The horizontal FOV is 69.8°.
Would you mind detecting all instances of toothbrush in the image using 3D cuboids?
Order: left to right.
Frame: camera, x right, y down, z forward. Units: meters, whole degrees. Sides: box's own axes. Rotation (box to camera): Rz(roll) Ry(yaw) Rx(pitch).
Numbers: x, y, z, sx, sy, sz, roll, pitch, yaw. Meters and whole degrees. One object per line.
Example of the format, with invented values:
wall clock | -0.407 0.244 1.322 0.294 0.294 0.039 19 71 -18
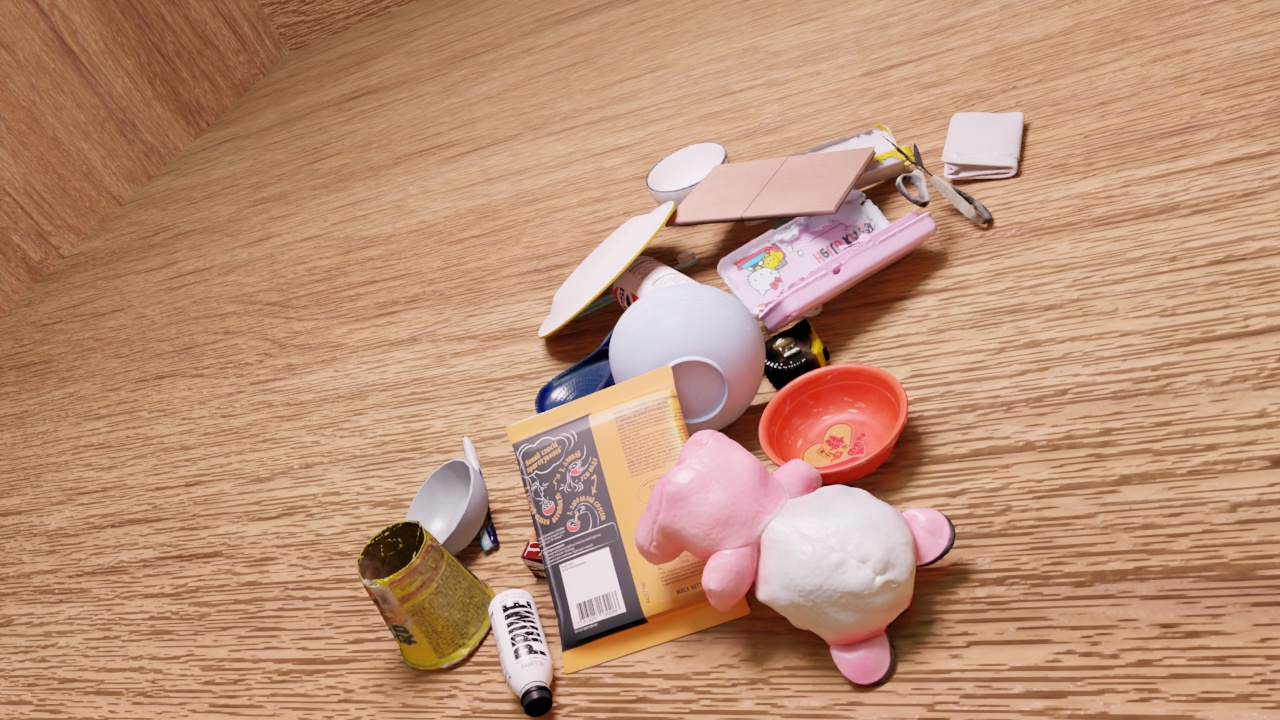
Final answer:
toothbrush | -0.172 0.136 0.968 0.017 0.016 0.189 -37 35 5
toothbrush | -0.012 -0.092 1.144 0.181 0.016 0.016 -26 36 5

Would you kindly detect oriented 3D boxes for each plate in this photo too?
plate | -0.047 -0.116 1.104 0.230 0.021 0.229 -43 13 12

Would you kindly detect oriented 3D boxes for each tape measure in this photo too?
tape measure | 0.148 -0.003 0.902 0.067 0.038 0.062 -26 35 3

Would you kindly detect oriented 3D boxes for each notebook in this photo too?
notebook | 0.147 -0.197 1.049 0.210 0.008 0.141 1 38 36

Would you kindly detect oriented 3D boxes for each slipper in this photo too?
slipper | -0.006 0.006 0.946 0.253 0.095 0.105 -23 32 19

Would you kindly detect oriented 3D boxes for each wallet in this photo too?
wallet | 0.391 -0.243 1.048 0.086 0.032 0.116 8 45 26

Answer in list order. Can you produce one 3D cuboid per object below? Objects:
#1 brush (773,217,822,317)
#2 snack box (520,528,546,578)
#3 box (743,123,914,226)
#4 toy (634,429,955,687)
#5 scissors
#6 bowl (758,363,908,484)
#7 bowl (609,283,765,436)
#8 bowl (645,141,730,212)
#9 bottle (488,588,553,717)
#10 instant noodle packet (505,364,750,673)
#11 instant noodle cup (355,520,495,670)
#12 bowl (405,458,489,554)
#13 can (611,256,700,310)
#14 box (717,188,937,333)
brush | 0.179 -0.116 1.046 0.033 0.012 0.217 -19 37 13
snack box | -0.059 0.139 0.870 0.051 0.032 0.140 -5 41 30
box | 0.210 -0.229 1.092 0.210 0.084 0.080 -19 79 4
toy | 0.110 0.133 0.685 0.213 0.084 0.141 27 63 21
scissors | 0.308 -0.193 0.981 0.169 0.013 0.157 37 36 14
bowl | 0.171 0.062 0.797 0.131 0.045 0.130 -19 36 14
bowl | 0.045 0.011 0.846 0.151 0.150 0.074 -21 24 10
bowl | 0.071 -0.231 1.217 0.116 0.066 0.116 -18 36 14
bottle | -0.096 0.242 0.759 0.041 0.041 0.116 -30 35 -2
instant noodle packet | -0.017 0.130 0.775 0.160 0.032 0.220 -21 69 10
instant noodle cup | -0.195 0.204 0.815 0.102 0.108 0.102 -18 34 13
bowl | -0.189 0.154 0.920 0.107 0.039 0.106 -31 39 29
can | 0.025 -0.071 1.043 0.070 0.070 0.132 -37 36 -12
box | 0.188 -0.117 0.939 0.201 0.103 0.101 -30 -9 -18
